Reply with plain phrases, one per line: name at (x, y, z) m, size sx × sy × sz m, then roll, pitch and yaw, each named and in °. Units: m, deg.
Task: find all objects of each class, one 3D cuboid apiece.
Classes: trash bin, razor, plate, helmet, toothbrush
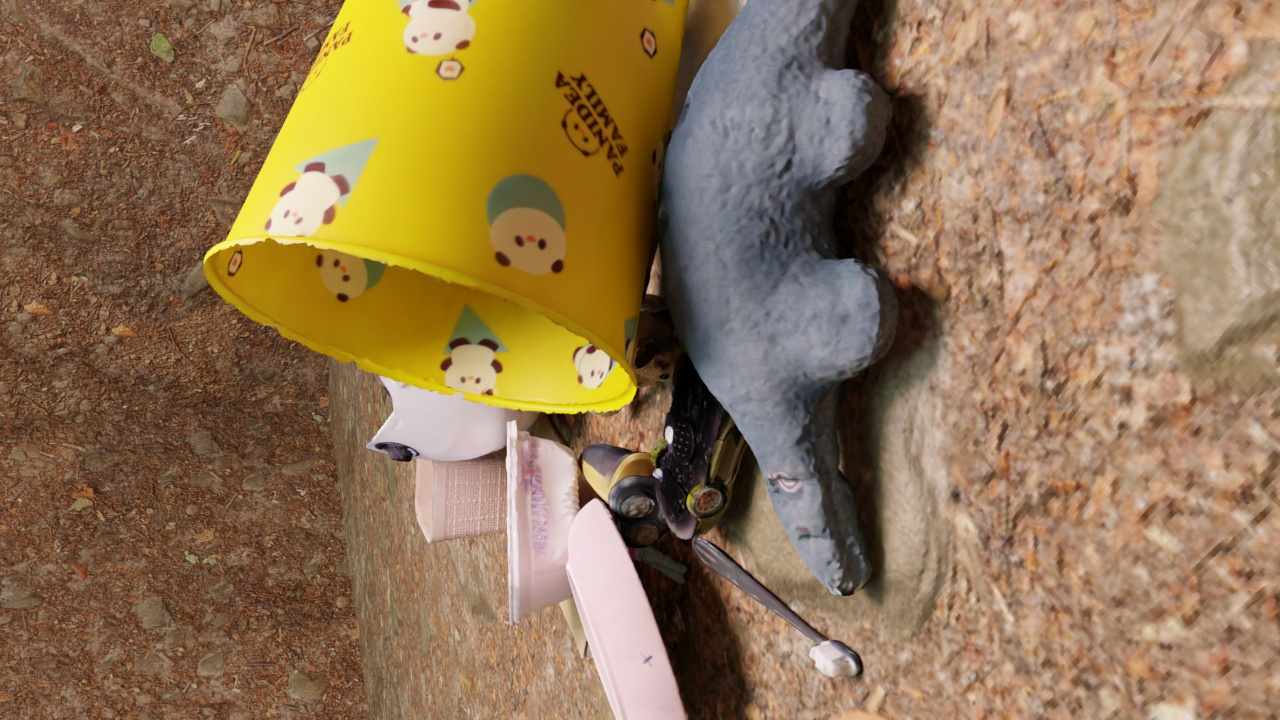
trash bin at (-0.086, -0.125, 0.525) m, size 0.230 × 0.229 × 0.254 m, roll -27°, pitch 47°, yaw 64°
razor at (-0.014, 0.094, 0.694) m, size 0.167 × 0.062 × 0.067 m, roll -165°, pitch 87°, yaw -71°
plate at (-0.015, 0.193, 0.640) m, size 0.192 × 0.039 × 0.192 m, roll 161°, pitch 91°, yaw -79°
helmet at (-0.149, -0.006, 0.858) m, size 0.259 × 0.146 × 0.228 m, roll 116°, pitch 168°, yaw -54°
toothbrush at (0.071, 0.142, 0.548) m, size 0.181 × 0.018 × 0.016 m, roll -154°, pitch 62°, yaw -65°

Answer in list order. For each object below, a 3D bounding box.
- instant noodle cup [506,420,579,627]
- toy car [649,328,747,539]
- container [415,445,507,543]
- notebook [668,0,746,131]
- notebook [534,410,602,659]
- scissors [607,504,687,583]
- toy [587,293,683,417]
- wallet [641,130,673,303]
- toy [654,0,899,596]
instant noodle cup at (-0.084, 0.142, 0.777) m, size 0.174 × 0.060 × 0.137 m, roll 101°, pitch 166°, yaw -61°
toy car at (0.041, 0.037, 0.570) m, size 0.070 × 0.042 × 0.158 m, roll -130°, pitch 48°, yaw -55°
container at (-0.169, 0.130, 0.948) m, size 0.090 × 0.110 × 0.090 m, roll -153°, pitch 65°, yaw -64°
notebook at (0.029, -0.211, 0.592) m, size 0.210 × 0.012 × 0.150 m, roll 129°, pitch 132°, yaw -65°
notebook at (-0.075, 0.159, 0.887) m, size 0.211 × 0.012 × 0.150 m, roll -133°, pitch 47°, yaw -56°
scissors at (0.002, 0.142, 0.708) m, size 0.136 × 0.017 × 0.064 m, roll 4°, pitch 86°, yaw 62°
toy at (-0.004, 0.004, 0.662) m, size 0.105 × 0.066 × 0.158 m, roll -55°, pitch 5°, yaw -25°
wallet at (-0.007, -0.094, 0.627) m, size 0.090 × 0.033 × 0.115 m, roll -176°, pitch 101°, yaw -72°
toy at (0.070, -0.062, 0.458) m, size 0.138 × 0.091 × 0.356 m, roll 4°, pitch 97°, yaw 40°
